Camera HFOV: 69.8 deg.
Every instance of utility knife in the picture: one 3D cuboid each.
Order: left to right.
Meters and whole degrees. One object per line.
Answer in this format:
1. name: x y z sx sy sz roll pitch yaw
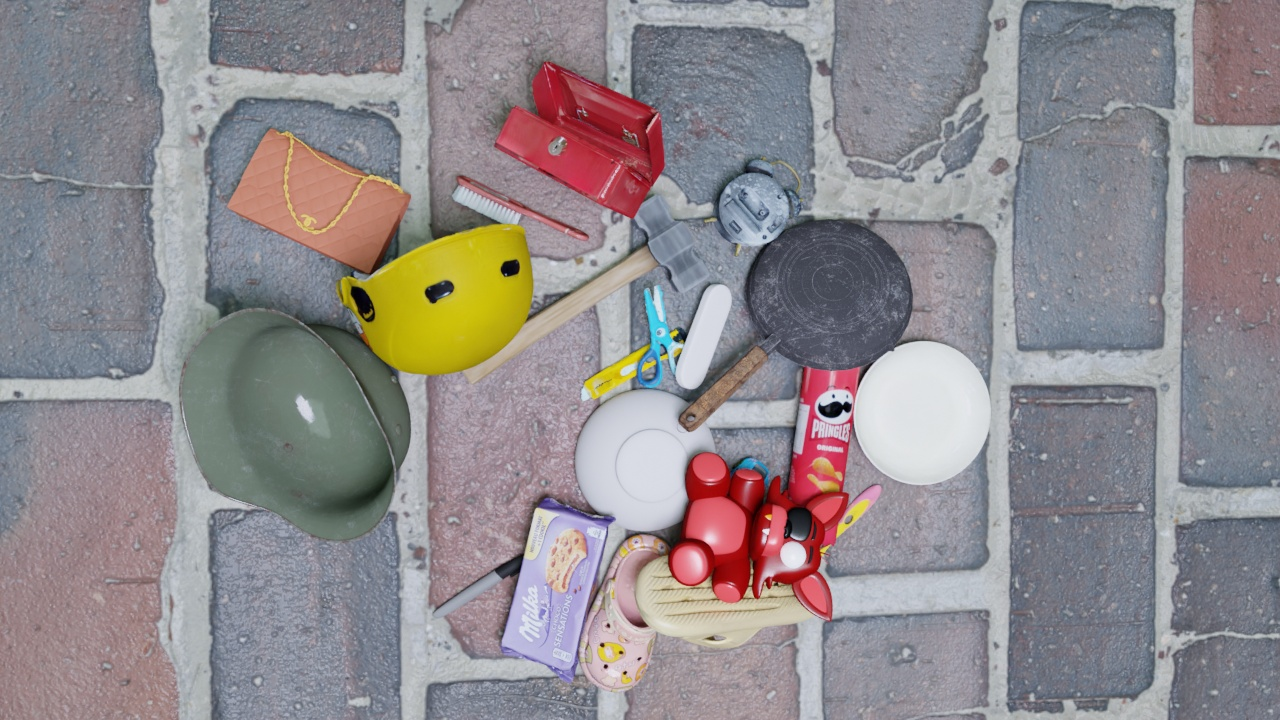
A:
1. utility knife: -0.007 0.007 1.136 0.155 0.017 0.030 -30 91 -3

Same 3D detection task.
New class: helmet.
1. helmet: -0.349 0.065 1.016 0.227 0.153 0.268 -30 91 19
2. helmet: -0.205 -0.057 0.998 0.208 0.240 0.139 -21 98 -28

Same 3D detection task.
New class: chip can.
1. chip can: 0.224 0.110 1.140 0.073 0.073 0.233 7 91 -8

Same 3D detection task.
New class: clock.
1. clock: 0.145 -0.193 1.130 0.129 0.052 0.090 -43 96 -4

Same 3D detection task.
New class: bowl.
1. bowl: 0.010 0.124 1.115 0.176 0.066 0.176 0 92 -7

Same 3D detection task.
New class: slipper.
1. slipper: -0.014 0.309 1.111 0.093 0.081 0.197 17 87 -7
2. slipper: 0.100 0.293 1.109 0.261 0.111 0.079 4 130 -28

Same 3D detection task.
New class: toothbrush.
1. toothbrush: 0.262 0.210 1.178 0.021 0.016 0.135 44 84 -5

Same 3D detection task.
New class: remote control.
1. remote control: 0.078 -0.030 1.133 0.043 0.013 0.136 26 82 -41

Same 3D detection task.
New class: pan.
1. pan: 0.175 -0.037 1.098 0.356 0.040 0.207 -42 72 -13

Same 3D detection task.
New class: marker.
1. marker: -0.191 0.277 1.120 0.138 0.016 0.022 -33 119 -4

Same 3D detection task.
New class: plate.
1. plate: 0.355 0.066 1.174 0.182 0.034 0.182 0 92 -7

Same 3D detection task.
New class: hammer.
1. hammer: -0.076 -0.071 1.110 0.323 0.051 0.117 -32 95 -3

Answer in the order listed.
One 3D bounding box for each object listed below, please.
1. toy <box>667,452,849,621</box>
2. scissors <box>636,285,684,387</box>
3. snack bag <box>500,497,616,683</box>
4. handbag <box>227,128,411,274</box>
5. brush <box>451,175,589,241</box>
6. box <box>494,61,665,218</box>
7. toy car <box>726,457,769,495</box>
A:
1. toy: 0.137 0.202 1.060 0.197 0.121 0.158 13 66 1
2. scissors: 0.017 -0.028 1.110 0.083 0.015 0.140 -24 123 -9
3. snack bag: -0.098 0.273 1.103 0.096 0.058 0.205 16 93 10
4. handbag: -0.369 -0.185 1.062 0.172 0.060 0.108 25 84 -7
5. brush: -0.145 -0.173 1.104 0.172 0.041 0.030 24 106 -10
6. box: -0.066 -0.233 1.045 0.157 0.136 0.122 27 80 15
7. toy car: 0.120 0.171 1.149 0.048 0.032 0.105 40 88 -7
